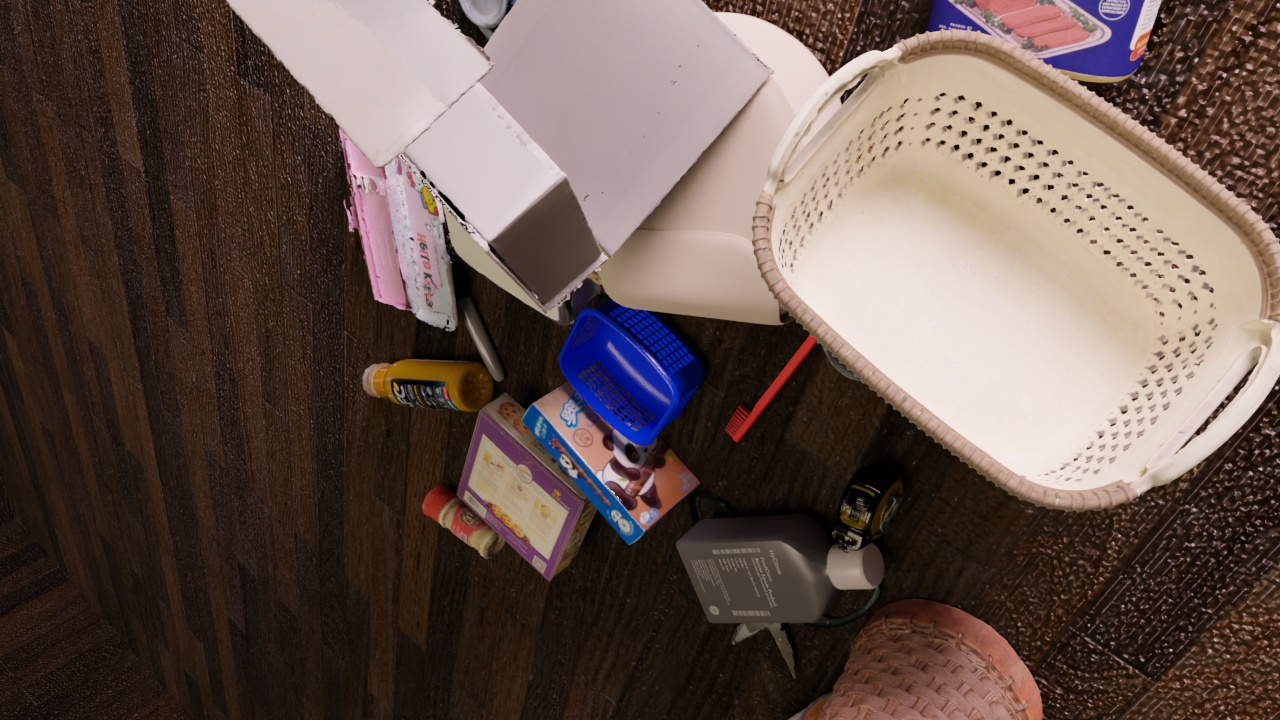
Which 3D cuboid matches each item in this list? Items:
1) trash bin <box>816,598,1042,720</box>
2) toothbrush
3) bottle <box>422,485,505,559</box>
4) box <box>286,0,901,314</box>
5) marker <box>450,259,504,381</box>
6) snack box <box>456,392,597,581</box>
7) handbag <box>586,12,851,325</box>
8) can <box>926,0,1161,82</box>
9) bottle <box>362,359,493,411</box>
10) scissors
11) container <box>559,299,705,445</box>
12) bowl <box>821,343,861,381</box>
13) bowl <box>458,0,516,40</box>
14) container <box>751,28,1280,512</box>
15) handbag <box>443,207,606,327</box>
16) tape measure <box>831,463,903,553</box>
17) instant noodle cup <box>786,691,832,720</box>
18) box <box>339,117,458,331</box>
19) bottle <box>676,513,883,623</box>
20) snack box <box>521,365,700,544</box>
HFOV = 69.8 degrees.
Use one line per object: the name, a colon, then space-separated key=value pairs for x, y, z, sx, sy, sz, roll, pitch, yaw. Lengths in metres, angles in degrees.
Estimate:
trash bin: x=0.189 y=0.299 z=0.681 sx=0.151 sy=0.209 sz=0.151 roll=21 pitch=126 yaw=31
toothbrush: x=0.116 y=-0.002 z=0.710 sx=0.018 sy=0.012 sz=0.213 roll=44 pitch=135 yaw=13
bottle: x=-0.209 y=0.192 z=1.094 sx=0.109 sy=0.044 sz=0.044 roll=29 pitch=130 yaw=26
box: x=0.006 y=-0.202 z=0.603 sx=0.167 sy=0.420 sz=0.174 roll=48 pitch=154 yaw=8
marker: x=-0.169 y=-0.042 z=0.941 sx=0.022 sy=0.016 sz=0.138 roll=-19 pitch=102 yaw=23
snack box: x=-0.115 y=0.131 z=0.934 sx=0.143 sy=0.040 sz=0.148 roll=40 pitch=134 yaw=17
handbag: x=0.035 y=-0.129 z=0.641 sx=0.211 sy=0.103 sz=0.209 roll=9 pitch=120 yaw=38
can: x=0.212 y=-0.204 z=0.474 sx=0.116 sy=0.056 sz=0.092 roll=25 pitch=130 yaw=29
bottle: x=-0.241 y=0.026 z=1.014 sx=0.186 sy=0.053 sz=0.053 roll=2 pitch=115 yaw=41
scissors: x=0.110 y=0.194 z=0.831 sx=0.202 sy=0.015 sz=0.202 roll=47 pitch=134 yaw=8
container: x=-0.005 y=0.005 z=0.788 sx=0.114 sy=0.058 sz=0.096 roll=44 pitch=135 yaw=13
bowl: x=0.165 y=-0.036 z=0.604 sx=0.110 sy=0.055 sz=0.110 roll=-1 pitch=86 yaw=13
bowl: x=-0.103 y=-0.287 z=0.704 sx=0.137 sy=0.057 sz=0.137 roll=22 pitch=127 yaw=32
container: x=0.188 y=-0.043 z=0.495 sx=0.246 sy=0.184 sz=0.143 roll=43 pitch=180 yaw=13
handbag: x=-0.095 y=-0.132 z=0.764 sx=0.151 sy=0.073 sz=0.176 roll=33 pitch=151 yaw=26
tape measure: x=0.174 y=0.109 z=0.688 sx=0.034 sy=0.061 sz=0.061 roll=22 pitch=109 yaw=33
instant noodle cup: x=0.160 y=0.371 z=0.825 sx=0.123 sy=0.123 sz=0.122 roll=50 pitch=146 yaw=7
box: x=-0.240 y=-0.139 z=0.928 sx=0.153 sy=0.037 sz=0.201 roll=19 pitch=125 yaw=34
bottle: x=0.119 y=0.174 z=0.770 sx=0.174 sy=0.046 sz=0.084 roll=-14 pitch=102 yaw=43
snack box: x=-0.026 y=0.083 z=0.833 sx=0.151 sy=0.087 sz=0.034 roll=48 pitch=135 yaw=9
